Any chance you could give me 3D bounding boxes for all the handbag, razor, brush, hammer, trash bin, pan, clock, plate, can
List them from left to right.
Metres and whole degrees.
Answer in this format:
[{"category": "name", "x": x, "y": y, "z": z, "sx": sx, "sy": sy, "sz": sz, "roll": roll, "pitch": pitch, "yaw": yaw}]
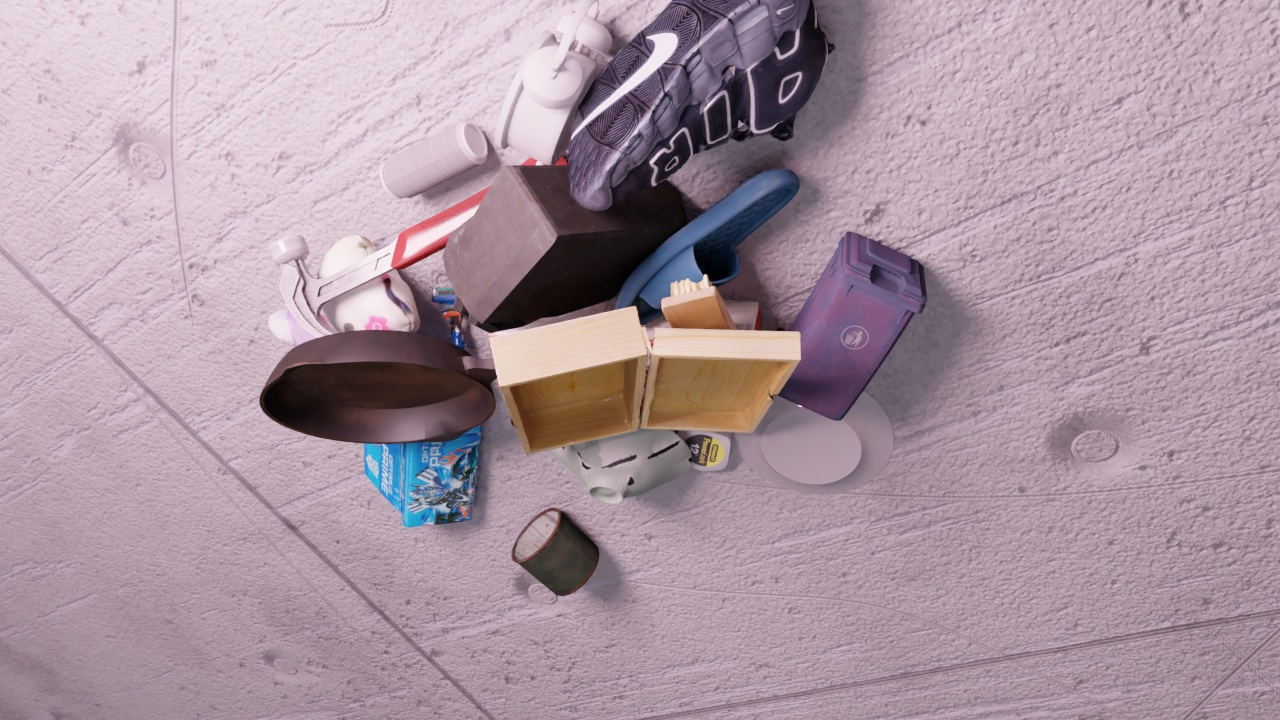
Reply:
[{"category": "hammer", "x": -0.206, "y": -0.117, "z": 0.892, "sx": 0.316, "sy": 0.036, "sz": 0.126, "roll": -24, "pitch": 86, "yaw": 10}, {"category": "can", "x": -0.200, "y": -0.192, "z": 0.887, "sx": 0.107, "sy": 0.043, "sz": 0.044, "roll": -18, "pitch": 119, "yaw": 27}, {"category": "pan", "x": -0.203, "y": 0.014, "z": 0.911, "sx": 0.357, "sy": 0.043, "sz": 0.248, "roll": -13, "pitch": 155, "yaw": 19}, {"category": "razor", "x": -0.204, "y": -0.012, "z": 1.019, "sx": 0.044, "sy": 0.018, "sz": 0.141, "roll": 0, "pitch": 103, "yaw": 15}, {"category": "handbag", "x": -0.088, "y": -0.096, "z": 0.847, "sx": 0.200, "sy": 0.196, "sz": 0.102, "roll": -43, "pitch": 73, "yaw": 36}, {"category": "clock", "x": -0.074, "y": -0.235, "z": 0.773, "sx": 0.061, "sy": 0.119, "sz": 0.160, "roll": 26, "pitch": 138, "yaw": -3}, {"category": "brush", "x": 0.057, "y": -0.037, "z": 0.827, "sx": 0.049, "sy": 0.039, "sz": 0.117, "roll": -12, "pitch": 155, "yaw": 14}, {"category": "plate", "x": 0.187, "y": 0.089, "z": 1.002, "sx": 0.173, "sy": 0.019, "sz": 0.173, "roll": 8, "pitch": 128, "yaw": 10}, {"category": "trash bin", "x": 0.194, "y": -0.033, "z": 0.865, "sx": 0.094, "sy": 0.092, "sz": 0.161, "roll": 24, "pitch": 125, "yaw": -2}]

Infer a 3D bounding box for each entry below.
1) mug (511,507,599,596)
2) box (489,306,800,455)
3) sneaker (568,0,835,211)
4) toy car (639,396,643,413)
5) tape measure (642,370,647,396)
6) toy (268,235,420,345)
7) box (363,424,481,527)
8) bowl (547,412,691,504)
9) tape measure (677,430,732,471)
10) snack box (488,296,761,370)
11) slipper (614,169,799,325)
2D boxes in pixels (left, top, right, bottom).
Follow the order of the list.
[{"category": "mug", "x": -0.113, "y": 0.246, "z": 1.178, "sx": 0.081, "sy": 0.084, "sz": 0.111, "roll": 46, "pitch": 156, "yaw": -21}, {"category": "box", "x": 0.001, "y": 0.028, "z": 0.854, "sx": 0.257, "sy": 0.076, "sz": 0.247, "roll": 1, "pitch": 162, "yaw": -2}, {"category": "sneaker", "x": 0.058, "y": -0.203, "z": 0.745, "sx": 0.253, "sy": 0.097, "sz": 0.150, "roll": -45, "pitch": 134, "yaw": 14}, {"category": "toy car", "x": -0.013, "y": 0.047, "z": 1.017, "sx": 0.089, "sy": 0.038, "sz": 0.025, "roll": 8, "pitch": 127, "yaw": 11}, {"category": "tape measure", "x": -0.006, "y": 0.006, "z": 0.995, "sx": 0.060, "sy": 0.020, "sz": 0.062, "roll": 28, "pitch": 130, "yaw": -6}, {"category": "toy", "x": -0.318, "y": -0.042, "z": 1.005, "sx": 0.210, "sy": 0.085, "sz": 0.137, "roll": -32, "pitch": 87, "yaw": 40}, {"category": "box", "x": -0.277, "y": 0.102, "z": 1.117, "sx": 0.167, "sy": 0.075, "sz": 0.244, "roll": 17, "pitch": 129, "yaw": 5}, {"category": "bowl", "x": -0.033, "y": 0.123, "z": 1.033, "sx": 0.174, "sy": 0.067, "sz": 0.174, "roll": 9, "pitch": 145, "yaw": 6}, {"category": "tape measure", "x": 0.070, "y": 0.097, "z": 1.044, "sx": 0.065, "sy": 0.016, "sz": 0.064, "roll": 13, "pitch": 129, "yaw": 6}, {"category": "snack box", "x": -0.017, "y": -0.027, "z": 0.939, "sx": 0.273, "sy": 0.076, "sz": 0.044, "roll": 3, "pitch": 131, "yaw": 14}, {"category": "slipper", "x": 0.066, "y": -0.095, "z": 0.847, "sx": 0.214, "sy": 0.103, "sz": 0.059, "roll": -40, "pitch": 75, "yaw": 25}]
